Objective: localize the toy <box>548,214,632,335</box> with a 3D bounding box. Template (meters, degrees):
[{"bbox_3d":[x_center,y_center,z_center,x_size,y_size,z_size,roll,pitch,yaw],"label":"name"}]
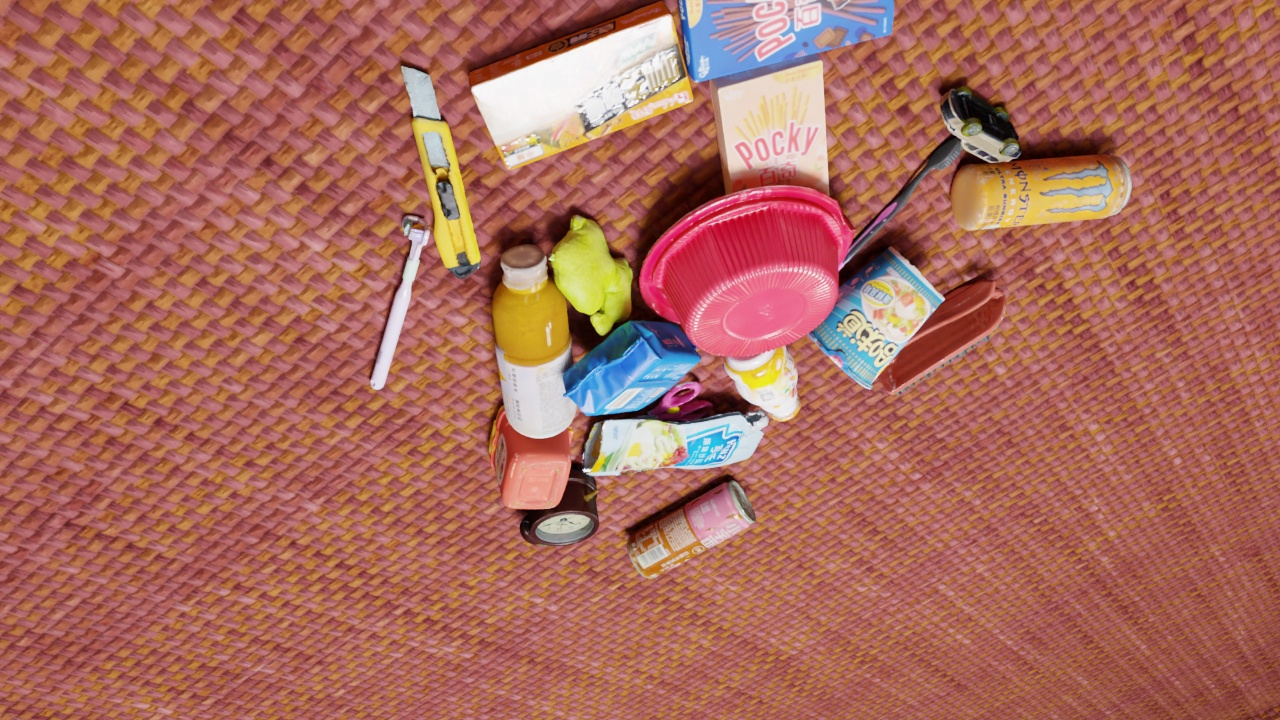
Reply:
[{"bbox_3d":[-0.039,-0.071,0.780,0.031,0.096,0.100,2,177,39],"label":"toy"}]

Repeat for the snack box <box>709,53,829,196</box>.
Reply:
[{"bbox_3d":[0.109,-0.170,0.754,0.084,0.026,0.157,-16,135,0],"label":"snack box"}]

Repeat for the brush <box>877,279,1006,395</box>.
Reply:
[{"bbox_3d":[0.296,-0.029,0.916,0.146,0.063,0.069,-33,146,14],"label":"brush"}]

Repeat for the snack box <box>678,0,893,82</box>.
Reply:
[{"bbox_3d":[0.107,-0.262,0.666,0.157,0.026,0.085,-15,135,-2],"label":"snack box"}]

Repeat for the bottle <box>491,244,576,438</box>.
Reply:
[{"bbox_3d":[-0.095,-0.014,0.814,0.068,0.068,0.190,-8,132,-8],"label":"bottle"}]

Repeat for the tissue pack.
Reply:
[{"bbox_3d":[-0.005,0.005,0.843,0.095,0.052,0.157,-39,166,18],"label":"tissue pack"}]

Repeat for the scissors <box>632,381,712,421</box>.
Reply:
[{"bbox_3d":[0.013,0.064,0.961,0.138,0.017,0.077,-29,142,18],"label":"scissors"}]

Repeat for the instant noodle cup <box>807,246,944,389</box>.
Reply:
[{"bbox_3d":[0.222,-0.044,0.864,0.099,0.099,0.110,32,110,-37],"label":"instant noodle cup"}]

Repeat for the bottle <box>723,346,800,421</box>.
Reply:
[{"bbox_3d":[0.126,0.017,0.910,0.063,0.063,0.108,-27,134,10],"label":"bottle"}]

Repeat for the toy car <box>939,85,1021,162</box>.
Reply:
[{"bbox_3d":[0.282,-0.195,0.768,0.090,0.042,0.035,15,146,-35],"label":"toy car"}]

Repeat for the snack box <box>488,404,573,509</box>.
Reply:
[{"bbox_3d":[-0.105,0.096,0.908,0.082,0.080,0.091,2,131,-18],"label":"snack box"}]

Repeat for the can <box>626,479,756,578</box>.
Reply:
[{"bbox_3d":[0.058,0.197,1.066,0.147,0.057,0.058,-31,133,14],"label":"can"}]

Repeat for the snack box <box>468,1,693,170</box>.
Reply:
[{"bbox_3d":[-0.043,-0.202,0.681,0.154,0.026,0.075,-20,135,3],"label":"snack box"}]

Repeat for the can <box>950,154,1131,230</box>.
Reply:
[{"bbox_3d":[0.356,-0.151,0.820,0.146,0.058,0.058,-6,134,-10],"label":"can"}]

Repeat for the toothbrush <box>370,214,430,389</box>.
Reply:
[{"bbox_3d":[-0.211,-0.042,0.790,0.021,0.029,0.190,-28,152,-47],"label":"toothbrush"}]

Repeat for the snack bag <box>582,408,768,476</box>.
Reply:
[{"bbox_3d":[0.040,0.087,0.961,0.190,0.038,0.111,-1,138,-19],"label":"snack bag"}]

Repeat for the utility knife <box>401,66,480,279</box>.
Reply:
[{"bbox_3d":[-0.156,-0.139,0.716,0.033,0.015,0.193,-13,135,-7],"label":"utility knife"}]

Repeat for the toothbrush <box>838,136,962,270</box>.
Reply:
[{"bbox_3d":[0.222,-0.128,0.836,0.017,0.014,0.190,13,130,-42],"label":"toothbrush"}]

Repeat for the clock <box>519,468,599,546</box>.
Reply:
[{"bbox_3d":[-0.087,0.167,0.995,0.082,0.055,0.122,2,139,-19],"label":"clock"}]

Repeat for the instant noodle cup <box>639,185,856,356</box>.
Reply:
[{"bbox_3d":[0.099,-0.064,0.796,0.193,0.065,0.194,-11,148,-7],"label":"instant noodle cup"}]
